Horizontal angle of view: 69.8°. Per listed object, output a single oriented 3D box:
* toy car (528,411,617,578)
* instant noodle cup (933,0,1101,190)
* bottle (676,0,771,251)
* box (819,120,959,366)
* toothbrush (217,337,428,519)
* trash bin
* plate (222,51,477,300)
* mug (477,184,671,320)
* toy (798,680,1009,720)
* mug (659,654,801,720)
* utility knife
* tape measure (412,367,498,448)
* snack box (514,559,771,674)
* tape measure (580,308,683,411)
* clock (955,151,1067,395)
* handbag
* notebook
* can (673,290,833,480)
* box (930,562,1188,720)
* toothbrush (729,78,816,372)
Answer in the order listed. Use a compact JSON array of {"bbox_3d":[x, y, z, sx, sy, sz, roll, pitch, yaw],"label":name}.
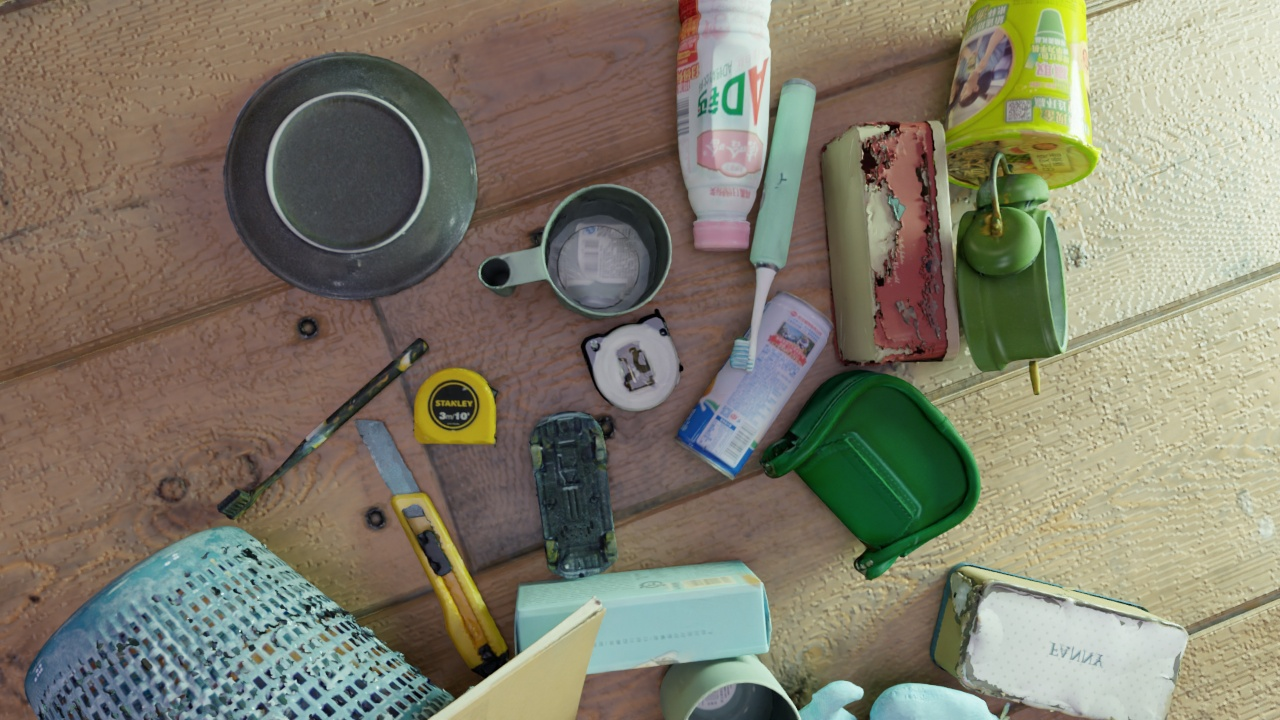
[{"bbox_3d":[-0.048,0.097,0.661,0.054,0.037,0.120,-8,98,-6],"label":"toy car"},{"bbox_3d":[0.274,-0.198,0.662,0.111,0.112,0.123,9,82,-6],"label":"instant noodle cup"},{"bbox_3d":[0.060,-0.178,0.658,0.068,0.068,0.197,-1,93,-6],"label":"bottle"},{"bbox_3d":[0.168,-0.080,0.654,0.077,0.091,0.168,-5,90,-9],"label":"box"},{"bbox_3d":[-0.225,0.047,0.653,0.185,0.017,0.012,-42,57,-4],"label":"toothbrush"},{"bbox_3d":[-0.249,0.219,0.567,0.226,0.226,0.195,-45,81,-4],"label":"trash bin"},{"bbox_3d":[-0.206,-0.132,0.651,0.179,0.024,0.179,0,90,-6],"label":"plate"},{"bbox_3d":[-0.046,-0.066,0.627,0.124,0.103,0.083,-11,91,-5],"label":"mug"},{"bbox_3d":[0.190,0.274,0.668,0.156,0.049,0.161,-28,119,16],"label":"toy"},{"bbox_3d":[0.048,0.253,0.634,0.111,0.106,0.082,-40,95,-5],"label":"mug"},{"bbox_3d":[-0.152,0.135,0.660,0.033,0.015,0.215,-27,92,-8],"label":"utility knife"},{"bbox_3d":[-0.132,0.034,0.656,0.060,0.029,0.057,1,91,-6],"label":"tape measure"},{"bbox_3d":[-0.001,0.180,0.646,0.175,0.074,0.051,-5,90,-6],"label":"snack box"},{"bbox_3d":[-0.004,0.004,0.666,0.065,0.033,0.066,-22,92,-4],"label":"tape measure"},{"bbox_3d":[0.258,-0.066,0.639,0.056,0.115,0.161,-6,122,31],"label":"clock"},{"bbox_3d":[0.168,0.079,0.666,0.120,0.068,0.131,-44,94,-3],"label":"handbag"},{"bbox_3d":[-0.092,0.253,0.564,0.012,0.212,0.149,35,41,28],"label":"notebook"},{"bbox_3d":[0.082,0.017,0.664,0.053,0.053,0.134,35,87,-5],"label":"can"},{"bbox_3d":[0.317,0.214,0.686,0.184,0.061,0.090,17,89,-7],"label":"box"},{"bbox_3d":[0.096,-0.098,0.658,0.027,0.026,0.224,10,77,6],"label":"toothbrush"}]
